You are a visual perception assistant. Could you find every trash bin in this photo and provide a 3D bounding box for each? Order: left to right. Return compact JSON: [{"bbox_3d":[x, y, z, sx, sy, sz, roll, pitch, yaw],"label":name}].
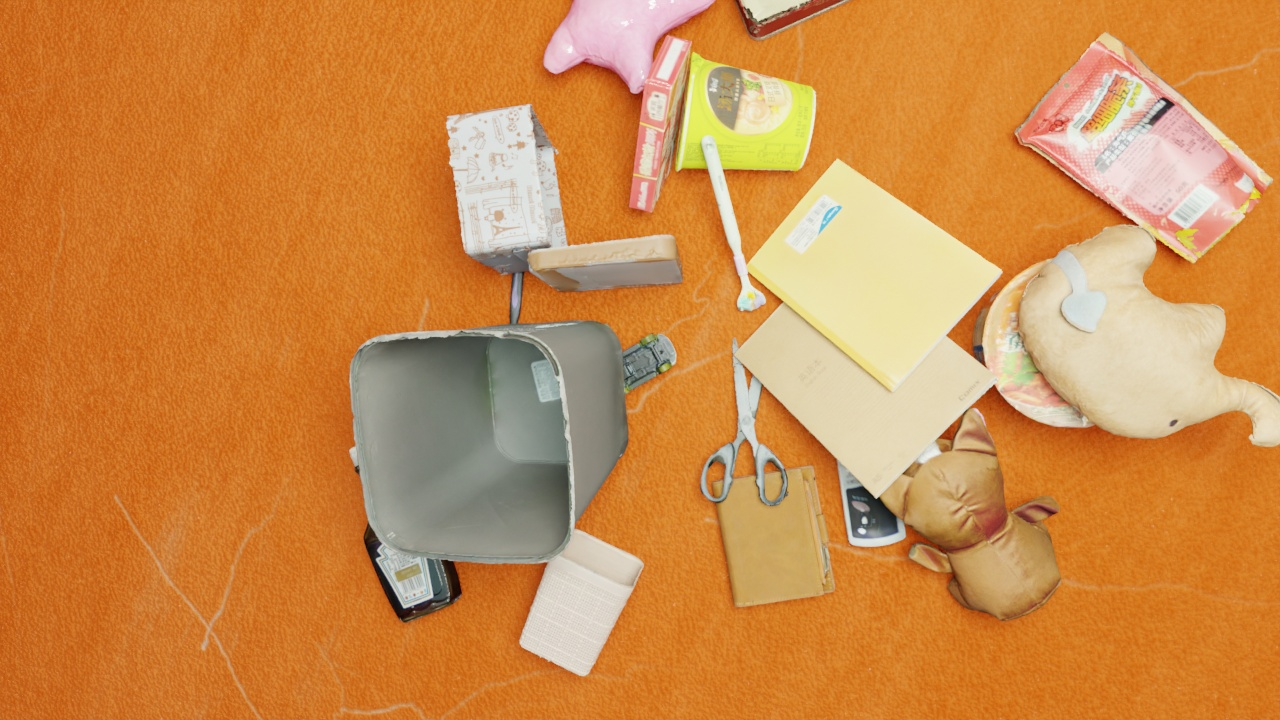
[{"bbox_3d":[-0.119,0.052,0.849,0.199,0.219,0.199,0,101,18],"label":"trash bin"}]

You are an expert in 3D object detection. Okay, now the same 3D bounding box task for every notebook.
[{"bbox_3d":[0.203,0.006,0.868,0.149,0.012,0.211,-47,55,8],"label":"notebook"},{"bbox_3d":[0.213,-0.087,0.875,0.146,0.010,0.206,-50,57,8],"label":"notebook"}]

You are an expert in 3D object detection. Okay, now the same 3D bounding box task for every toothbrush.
[{"bbox_3d":[-0.131,-0.073,0.972,0.014,0.017,0.189,5,91,-2],"label":"toothbrush"},{"bbox_3d":[0.088,-0.129,0.887,0.029,0.020,0.190,-16,122,6],"label":"toothbrush"}]

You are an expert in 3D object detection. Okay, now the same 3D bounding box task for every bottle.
[{"bbox_3d":[-0.260,0.179,0.986,0.080,0.044,0.195,-23,89,8],"label":"bottle"}]

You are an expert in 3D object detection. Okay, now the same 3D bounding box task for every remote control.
[{"bbox_3d":[0.229,0.113,0.927,0.058,0.021,0.150,-9,91,8],"label":"remote control"}]

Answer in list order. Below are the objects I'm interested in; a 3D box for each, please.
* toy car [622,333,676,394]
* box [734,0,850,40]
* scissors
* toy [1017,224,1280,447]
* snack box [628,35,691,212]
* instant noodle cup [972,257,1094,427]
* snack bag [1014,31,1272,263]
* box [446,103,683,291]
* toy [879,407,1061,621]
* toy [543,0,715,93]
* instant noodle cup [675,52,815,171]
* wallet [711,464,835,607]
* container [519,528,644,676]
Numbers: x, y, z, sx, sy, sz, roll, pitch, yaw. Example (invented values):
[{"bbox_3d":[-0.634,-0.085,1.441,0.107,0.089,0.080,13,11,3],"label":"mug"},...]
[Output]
[{"bbox_3d":[-0.006,0.005,0.945,0.090,0.035,0.042,-30,90,9],"label":"toy car"},{"bbox_3d":[0.168,-0.387,0.880,0.168,0.077,0.091,-22,91,8],"label":"box"},{"bbox_3d":[0.105,0.068,0.931,0.165,0.014,0.163,-40,79,2],"label":"scissors"},{"bbox_3d":[0.414,0.000,0.754,0.226,0.082,0.144,46,105,1],"label":"toy"},{"bbox_3d":[0.018,-0.220,0.867,0.025,0.153,0.075,16,53,5],"label":"snack box"},{"bbox_3d":[0.383,-0.018,0.853,0.151,0.111,0.151,0,93,7],"label":"instant noodle cup"},{"bbox_3d":[0.472,-0.196,0.860,0.208,0.073,0.128,42,93,9],"label":"snack bag"},{"bbox_3d":[-0.068,-0.153,0.873,0.205,0.181,0.158,-4,87,5],"label":"box"},{"bbox_3d":[0.313,0.147,0.873,0.140,0.130,0.199,-40,109,6],"label":"toy"},{"bbox_3d":[-0.008,-0.344,0.895,0.179,0.074,0.194,-3,72,14],"label":"toy"},{"bbox_3d":[0.102,-0.232,0.888,0.123,0.111,0.111,7,94,-1],"label":"instant noodle cup"},{"bbox_3d":[0.137,0.179,0.937,0.108,0.031,0.131,-11,88,8],"label":"wallet"},{"bbox_3d":[-0.063,0.249,0.942,0.090,0.089,0.111,24,99,5],"label":"container"}]
